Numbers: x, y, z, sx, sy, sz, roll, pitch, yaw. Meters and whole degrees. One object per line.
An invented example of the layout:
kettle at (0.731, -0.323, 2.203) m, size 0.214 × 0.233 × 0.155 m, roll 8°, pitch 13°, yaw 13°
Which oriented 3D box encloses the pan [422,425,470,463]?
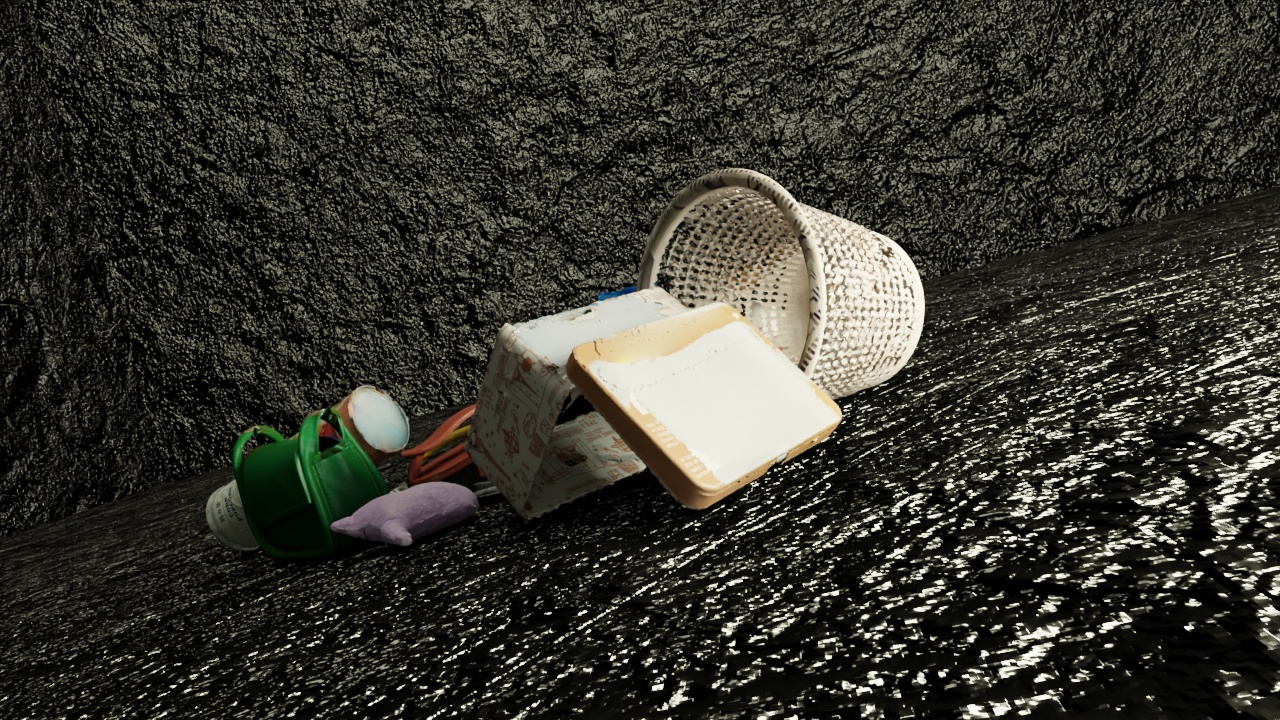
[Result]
pan at (-0.171, 0.068, 1.281) m, size 0.358 × 0.078 × 0.197 m, roll -37°, pitch -14°, yaw 12°

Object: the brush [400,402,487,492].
brush at (-0.170, 0.087, 0.885) m, size 0.063 × 0.069 × 0.145 m, roll -14°, pitch 11°, yaw 37°

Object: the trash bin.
trash bin at (0.137, -0.047, 0.818) m, size 0.191 × 0.227 × 0.228 m, roll -2°, pitch -6°, yaw -38°

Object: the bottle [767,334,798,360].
bottle at (0.189, -0.008, 1.102) m, size 0.175 × 0.057 × 0.057 m, roll -15°, pitch 3°, yaw -1°

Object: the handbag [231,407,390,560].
handbag at (-0.278, 0.104, 0.771) m, size 0.132 × 0.120 × 0.067 m, roll -11°, pitch 11°, yaw 41°

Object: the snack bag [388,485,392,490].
snack bag at (-0.325, 0.155, 0.997) m, size 0.104 × 0.026 × 0.048 m, roll -14°, pitch -9°, yaw 18°

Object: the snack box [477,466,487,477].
snack box at (-0.071, 0.072, 0.854) m, size 0.126 × 0.044 × 0.113 m, roll -11°, pitch -1°, yaw -44°

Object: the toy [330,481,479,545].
toy at (-0.173, 0.119, 0.720) m, size 0.084 × 0.039 × 0.107 m, roll 4°, pitch 9°, yaw 36°

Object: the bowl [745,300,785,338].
bowl at (0.170, -0.017, 1.177) m, size 0.064 × 0.118 × 0.118 m, roll -55°, pitch 11°, yaw -9°

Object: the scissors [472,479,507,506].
scissors at (-0.076, 0.101, 0.819) m, size 0.171 × 0.014 × 0.159 m, roll -12°, pitch 4°, yaw 39°

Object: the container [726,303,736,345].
container at (0.071, 0.002, 0.947) m, size 0.090 × 0.114 × 0.090 m, roll -15°, pitch 2°, yaw 14°

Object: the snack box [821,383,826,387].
snack box at (0.190, 0.013, 0.992) m, size 0.084 × 0.026 × 0.157 m, roll -15°, pitch 2°, yaw -6°

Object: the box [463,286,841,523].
box at (0.012, 0.051, 0.662) m, size 0.182 × 0.193 × 0.157 m, roll -18°, pitch -38°, yaw -44°

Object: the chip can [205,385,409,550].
chip can at (-0.316, 0.104, 0.871) m, size 0.215 × 0.071 × 0.071 m, roll -32°, pitch -4°, yaw 23°

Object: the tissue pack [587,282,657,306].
tissue pack at (-0.005, 0.005, 0.905) m, size 0.052 × 0.157 × 0.095 m, roll -8°, pitch 0°, yaw -44°

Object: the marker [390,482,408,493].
marker at (-0.252, 0.140, 0.980) m, size 0.017 × 0.017 × 0.145 m, roll -15°, pitch 3°, yaw 11°
